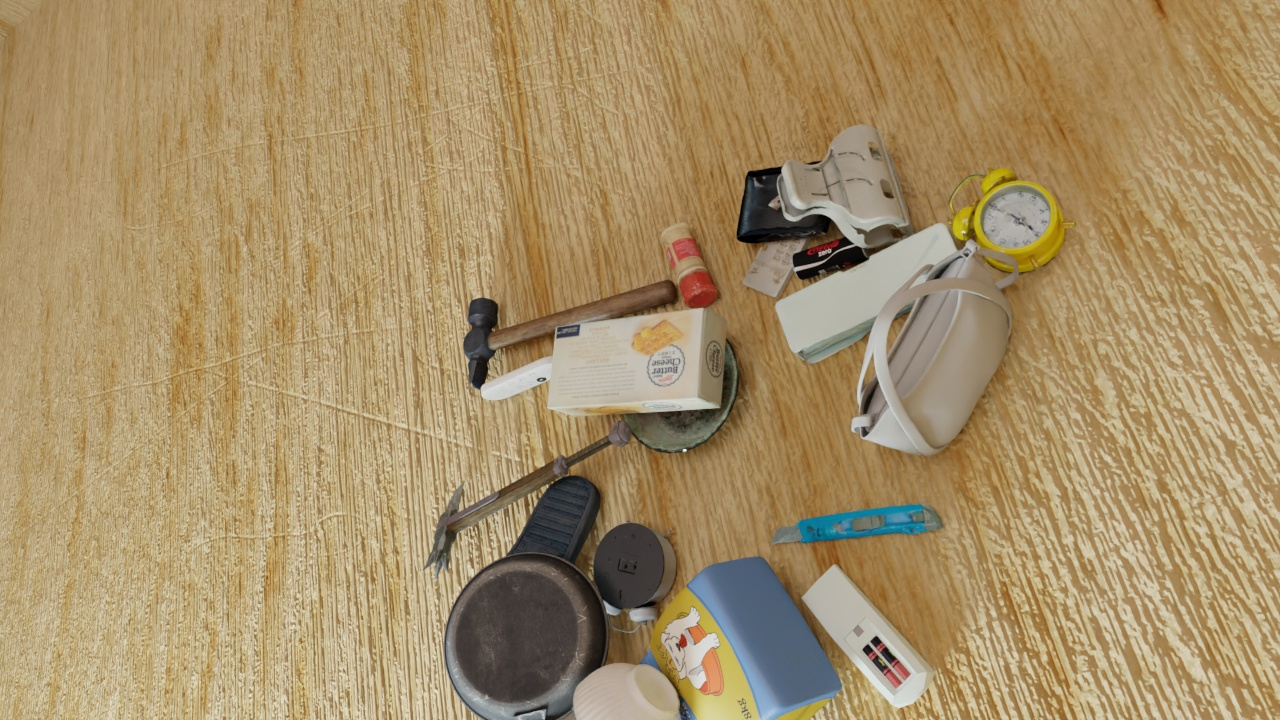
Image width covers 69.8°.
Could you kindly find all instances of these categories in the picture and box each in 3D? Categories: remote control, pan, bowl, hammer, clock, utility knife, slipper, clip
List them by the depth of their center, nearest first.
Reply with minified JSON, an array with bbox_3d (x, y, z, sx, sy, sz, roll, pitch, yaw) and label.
[{"bbox_3d":[0.217,0.265,0.885,0.050,0.024,0.143,-50,54,10],"label":"remote control"},{"bbox_3d":[0.359,-0.139,0.902,0.119,0.057,0.083,42,100,30],"label":"clock"},{"bbox_3d":[-0.002,0.344,0.908,0.062,0.118,0.118,-52,54,17],"label":"bowl"},{"bbox_3d":[0.214,0.168,0.927,0.179,0.015,0.031,-16,62,31],"label":"utility knife"},{"bbox_3d":[-0.109,0.375,0.960,0.187,0.055,0.356,-16,66,5],"label":"pan"},{"bbox_3d":[0.221,-0.188,0.961,0.097,0.152,0.126,129,139,-54],"label":"clip"},{"bbox_3d":[-0.008,0.245,1.038,0.095,0.035,0.122,5,78,35],"label":"clock"},{"bbox_3d":[0.170,-0.140,1.060,0.050,0.011,0.136,29,92,37],"label":"remote control"},{"bbox_3d":[0.051,0.033,1.065,0.158,0.038,0.157,-12,68,31],"label":"bowl"},{"bbox_3d":[-0.115,0.264,1.084,0.101,0.082,0.263,13,63,34],"label":"slipper"},{"bbox_3d":[-0.136,0.148,1.123,0.318,0.028,0.146,-30,32,26],"label":"hammer"},{"bbox_3d":[-0.098,-0.051,1.193,0.323,0.040,0.129,-14,60,27],"label":"hammer"},{"bbox_3d":[-0.152,0.024,1.203,0.137,0.043,0.013,-22,63,26],"label":"remote control"}]

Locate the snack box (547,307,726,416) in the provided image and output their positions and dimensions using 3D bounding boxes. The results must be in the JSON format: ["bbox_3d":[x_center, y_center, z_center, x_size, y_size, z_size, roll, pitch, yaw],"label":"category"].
[{"bbox_3d":[-0.006,0.006,1.051,0.208,0.057,0.104,-6,72,33],"label":"snack box"}]

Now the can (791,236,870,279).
[{"bbox_3d":[0.210,-0.115,1.012,0.081,0.031,0.031,-16,66,29],"label":"can"}]

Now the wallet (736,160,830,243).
[{"bbox_3d":[0.167,-0.181,1.050,0.115,0.026,0.089,0,73,34],"label":"wallet"}]

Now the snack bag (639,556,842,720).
[{"bbox_3d":[0.080,0.320,0.924,0.206,0.102,0.159,-56,50,33],"label":"snack bag"}]

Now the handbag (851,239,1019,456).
[{"bbox_3d":[0.256,-0.022,0.831,0.096,0.222,0.216,30,92,36],"label":"handbag"}]

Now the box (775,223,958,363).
[{"bbox_3d":[0.243,-0.068,0.966,0.199,0.066,0.083,-28,42,22],"label":"box"}]

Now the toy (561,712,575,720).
[{"bbox_3d":[-0.036,0.420,0.972,0.265,0.065,0.196,-9,78,38],"label":"toy"}]

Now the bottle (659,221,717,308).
[{"bbox_3d":[0.058,-0.116,1.109,0.044,0.044,0.109,-32,58,22],"label":"bottle"}]
